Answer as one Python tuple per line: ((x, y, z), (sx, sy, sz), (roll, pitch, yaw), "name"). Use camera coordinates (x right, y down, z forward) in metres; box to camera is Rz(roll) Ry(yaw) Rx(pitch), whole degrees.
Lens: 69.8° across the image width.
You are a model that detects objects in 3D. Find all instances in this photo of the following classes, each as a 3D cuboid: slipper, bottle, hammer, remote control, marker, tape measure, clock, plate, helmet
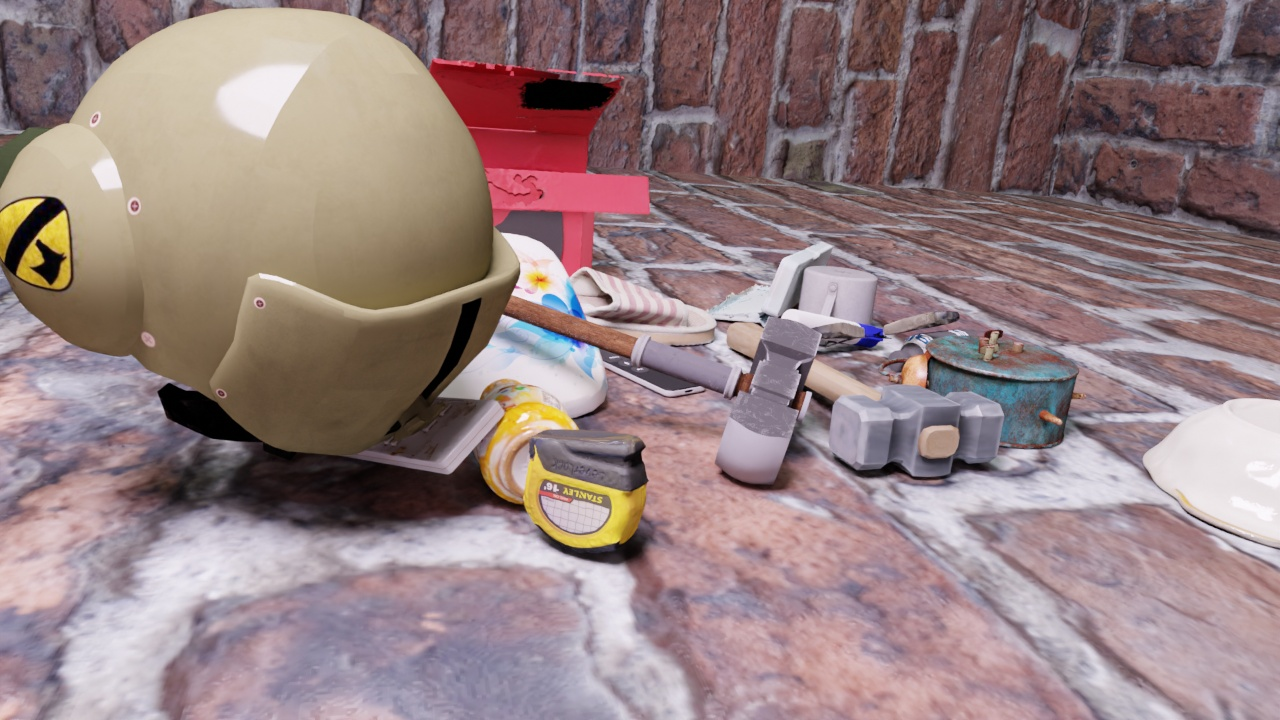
((-0.047, -0.058, 0.912), (0.262, 0.052, 0.115), (5, 19, -19), "slipper")
((-0.075, 0.045, 0.573), (0.063, 0.063, 0.109), (-1, 17, -18), "bottle")
((0.154, 0.016, 0.773), (0.117, 0.051, 0.323), (-1, 15, -19), "hammer")
((-0.140, 0.041, 0.555), (0.136, 0.011, 0.050), (1, 41, 45), "remote control")
((0.194, -0.032, 0.921), (0.133, 0.023, 0.027), (8, -11, -41), "marker")
((-0.029, 0.071, 0.498), (0.066, 0.064, 0.037), (2, 8, 22), "tape measure")
((0.279, 0.013, 0.764), (0.158, 0.073, 0.121), (15, 19, 33), "clock")
((-0.122, -0.032, 0.703), (0.186, 0.016, 0.186), (-5, 56, -30), "plate")
((-0.005, 0.005, 0.819), (0.045, 0.008, 0.147), (-8, 21, -38), "remote control")
((0.278, -0.004, 0.868), (0.112, 0.047, 0.047), (-6, 20, -32), "bottle")
((-0.035, -0.019, 0.661), (0.322, 0.043, 0.155), (19, 39, 9), "hammer")
((-0.190, -0.057, 0.503), (0.233, 0.256, 0.249), (8, 19, 23), "helmet")

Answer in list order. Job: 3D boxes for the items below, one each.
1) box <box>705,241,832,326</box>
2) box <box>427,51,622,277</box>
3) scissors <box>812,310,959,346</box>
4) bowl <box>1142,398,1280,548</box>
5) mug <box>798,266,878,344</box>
((0.158, -0.092, 1.085), (0.122, 0.078, 0.197), (-9, 9, 25), "box")
((-0.142, -0.260, 1.040), (0.211, 0.379, 0.124), (-1, 34, -21), "box")
((0.220, -0.028, 0.848), (0.158, 0.012, 0.170), (-10, -7, 40), "scissors")
((0.467, 0.072, 0.649), (0.218, 0.060, 0.188), (-9, 21, -37), "bowl")
((0.209, -0.059, 0.991), (0.084, 0.070, 0.113), (11, 16, 19), "mug")
